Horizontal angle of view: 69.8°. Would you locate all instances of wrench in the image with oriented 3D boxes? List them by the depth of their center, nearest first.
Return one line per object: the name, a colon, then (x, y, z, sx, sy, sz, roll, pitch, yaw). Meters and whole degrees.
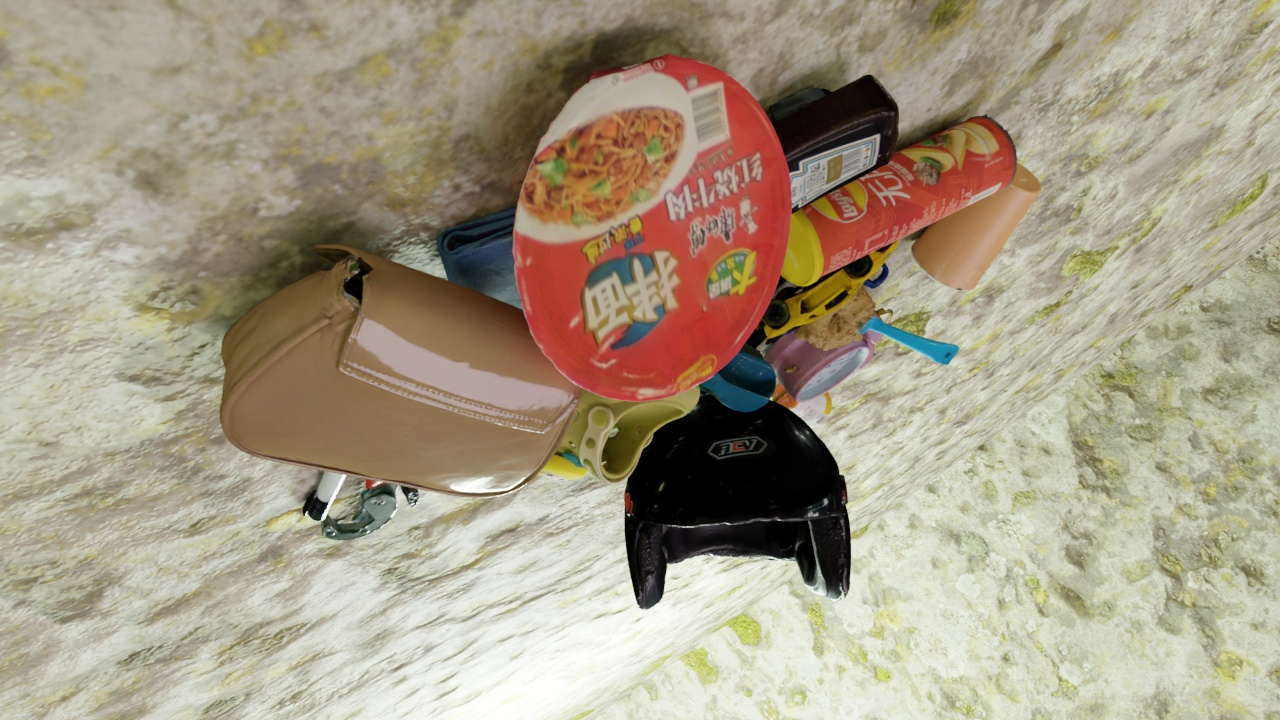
wrench: (-0.194, 0.071, 0.706, 0.056, 0.016, 0.274, 3, 142, -31)

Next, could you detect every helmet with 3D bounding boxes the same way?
helmet: (0.097, 0.143, 0.971, 0.233, 0.229, 0.275, -4, 157, -2)

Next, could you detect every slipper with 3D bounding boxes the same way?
slipper: (-0.036, 0.062, 0.774, 0.191, 0.081, 0.091, -20, 152, 27)

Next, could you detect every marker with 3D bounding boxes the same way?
marker: (-0.233, 0.085, 0.698, 0.022, 0.018, 0.131, -2, 144, -35)
marker: (0.103, -0.011, 0.937, 0.132, 0.020, 0.022, -46, -171, 29)

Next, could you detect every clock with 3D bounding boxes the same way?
clock: (0.215, -0.014, 1.027, 0.158, 0.060, 0.117, -30, 158, -11)

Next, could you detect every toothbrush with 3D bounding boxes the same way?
toothbrush: (-0.186, 0.072, 0.736, 0.014, 0.017, 0.190, -16, 151, -21)

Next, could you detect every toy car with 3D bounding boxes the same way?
toy car: (0.169, -0.066, 0.831, 0.156, 0.041, 0.071, -34, -179, 26)

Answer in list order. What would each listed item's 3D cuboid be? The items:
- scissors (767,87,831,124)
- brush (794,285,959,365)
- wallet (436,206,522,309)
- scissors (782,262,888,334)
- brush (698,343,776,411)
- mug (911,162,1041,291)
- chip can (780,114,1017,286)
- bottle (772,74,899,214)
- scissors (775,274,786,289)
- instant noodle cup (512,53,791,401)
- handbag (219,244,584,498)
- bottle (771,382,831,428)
scissors: (0.070, -0.165, 0.601, 0.137, 0.014, 0.174, -34, 155, 7)
brush: (0.256, -0.030, 0.958, 0.254, 0.046, 0.083, 15, 112, -36)
wallet: (-0.072, -0.053, 0.603, 0.106, 0.040, 0.133, -22, 152, -12)
scissors: (0.201, -0.086, 0.925, 0.162, 0.012, 0.173, -9, 146, -38)
brush: (0.084, 0.014, 0.875, 0.055, 0.073, 0.143, -44, 143, 21)
mug: (0.339, -0.140, 0.922, 0.078, 0.078, 0.123, -14, 146, -38)
chip can: (0.207, -0.134, 0.757, 0.216, 0.073, 0.073, -25, 156, -17)
bottle: (0.081, -0.121, 0.625, 0.195, 0.044, 0.080, -28, 155, -2)
scissors: (0.137, -0.096, 0.815, 0.215, 0.015, 0.196, -3, 144, -48)
instant noodle cup: (-0.002, -0.077, 0.533, 0.193, 0.066, 0.194, -14, 115, -33)
handbag: (-0.135, 0.008, 0.548, 0.204, 0.099, 0.148, 21, 131, -41)
bottle: (0.193, 0.049, 1.120, 0.063, 0.063, 0.108, -39, 157, 15)
